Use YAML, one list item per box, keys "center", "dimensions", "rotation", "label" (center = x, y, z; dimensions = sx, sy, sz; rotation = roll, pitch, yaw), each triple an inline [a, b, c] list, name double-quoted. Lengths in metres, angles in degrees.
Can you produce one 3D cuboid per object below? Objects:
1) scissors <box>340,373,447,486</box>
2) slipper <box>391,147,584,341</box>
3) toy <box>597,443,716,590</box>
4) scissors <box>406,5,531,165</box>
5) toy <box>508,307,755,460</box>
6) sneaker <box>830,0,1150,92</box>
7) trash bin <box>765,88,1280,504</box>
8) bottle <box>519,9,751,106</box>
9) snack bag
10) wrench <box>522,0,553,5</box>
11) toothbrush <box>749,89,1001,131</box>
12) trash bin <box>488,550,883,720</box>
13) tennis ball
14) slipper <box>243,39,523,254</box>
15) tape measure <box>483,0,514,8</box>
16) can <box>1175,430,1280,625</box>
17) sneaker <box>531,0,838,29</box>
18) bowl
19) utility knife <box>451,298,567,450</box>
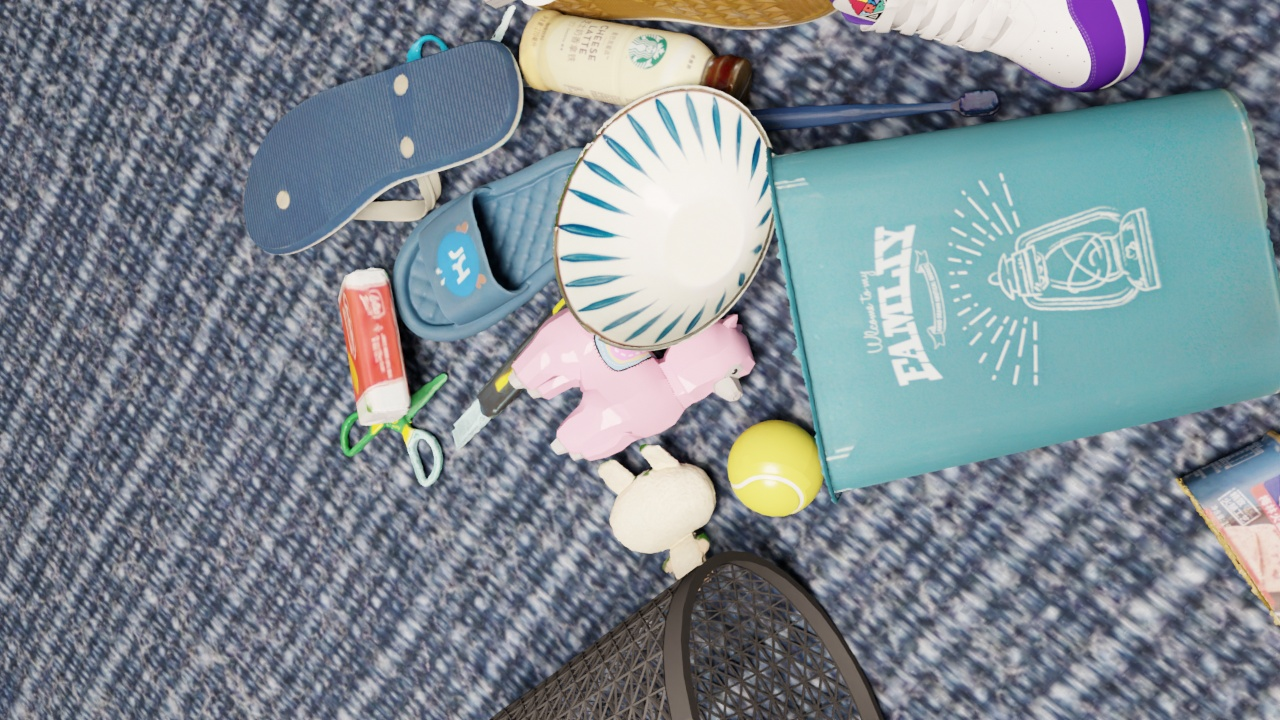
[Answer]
- center: [-0.204, 0.052, 0.774]
  dimensions: [0.126, 0.011, 0.131]
  rotation: [-37, 78, 20]
  label: "scissors"
- center: [-0.110, -0.092, 0.699]
  dimensions: [0.214, 0.059, 0.103]
  rotation: [-28, 82, 20]
  label: "slipper"
- center: [0.017, 0.111, 0.668]
  dimensions: [0.087, 0.050, 0.112]
  rotation: [-36, 89, 25]
  label: "toy"
- center: [-0.131, -0.215, 0.722]
  dimensions: [0.127, 0.014, 0.133]
  rotation: [10, 94, 17]
  label: "scissors"
- center: [-0.004, 0.004, 0.654]
  dimensions: [0.157, 0.067, 0.123]
  rotation: [-35, 73, 4]
  label: "toy"
- center: [0.170, -0.223, 0.520]
  dimensions: [0.244, 0.092, 0.111]
  rotation: [41, 80, 1]
  label: "sneaker"
- center: [0.201, -0.040, 0.513]
  dimensions: [0.219, 0.199, 0.196]
  rotation: [-11, 90, 16]
  label: "trash bin"
- center: [-0.004, -0.206, 0.646]
  dimensions: [0.162, 0.056, 0.056]
  rotation: [17, 101, 20]
  label: "bottle"
- center: [-0.213, -0.008, 0.734]
  dimensions: [0.077, 0.036, 0.116]
  rotation: [152, 107, -65]
  label: "snack bag"
- center: [0.048, -0.286, 0.576]
  dimensions: [0.273, 0.009, 0.047]
  rotation: [-26, 54, -4]
  label: "wrench"
- center: [0.139, -0.166, 0.612]
  dimensions: [0.190, 0.017, 0.016]
  rotation: [2, 94, 22]
  label: "toothbrush"
- center: [0.009, 0.278, 0.610]
  dimensions: [0.244, 0.216, 0.217]
  rotation: [-35, 81, 27]
  label: "trash bin"
- center: [0.092, 0.073, 0.626]
  dimensions: [0.065, 0.065, 0.065]
  rotation: [2, 95, 22]
  label: "tennis ball"
- center: [-0.204, -0.168, 0.730]
  dimensions: [0.296, 0.060, 0.118]
  rotation: [-15, 86, 28]
  label: "slipper"
- center: [-0.099, -0.308, 0.695]
  dimensions: [0.062, 0.020, 0.060]
  rotation: [-14, 89, 23]
  label: "tape measure"
- center: [0.364, 0.098, 0.524]
  dimensions: [0.059, 0.053, 0.100]
  rotation: [-35, 81, 22]
  label: "can"
- center: [0.025, -0.276, 0.617]
  dimensions: [0.236, 0.087, 0.079]
  rotation: [12, 93, 24]
  label: "sneaker"
- center: [0.029, -0.087, 0.619]
  dimensions: [0.178, 0.070, 0.177]
  rotation: [-9, 75, 36]
  label: "bowl"
- center: [-0.087, 0.001, 0.719]
  dimensions: [0.203, 0.020, 0.029]
  rotation: [-46, 76, 20]
  label: "utility knife"
